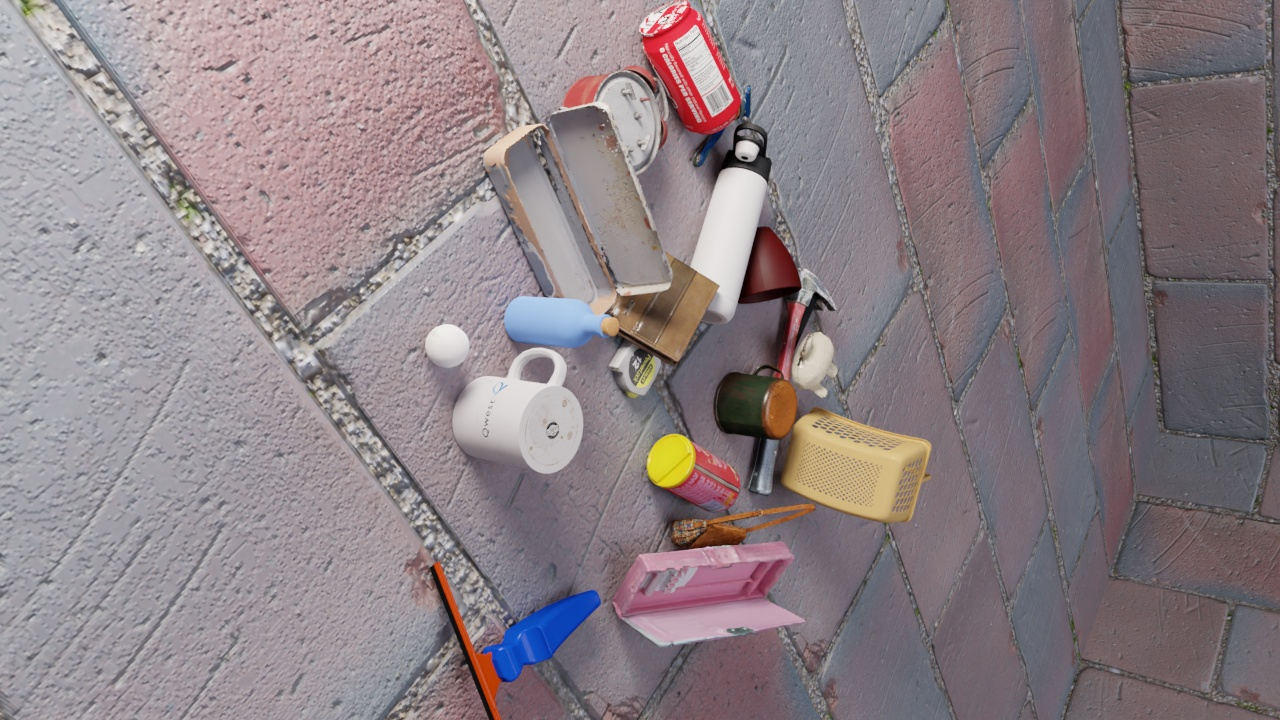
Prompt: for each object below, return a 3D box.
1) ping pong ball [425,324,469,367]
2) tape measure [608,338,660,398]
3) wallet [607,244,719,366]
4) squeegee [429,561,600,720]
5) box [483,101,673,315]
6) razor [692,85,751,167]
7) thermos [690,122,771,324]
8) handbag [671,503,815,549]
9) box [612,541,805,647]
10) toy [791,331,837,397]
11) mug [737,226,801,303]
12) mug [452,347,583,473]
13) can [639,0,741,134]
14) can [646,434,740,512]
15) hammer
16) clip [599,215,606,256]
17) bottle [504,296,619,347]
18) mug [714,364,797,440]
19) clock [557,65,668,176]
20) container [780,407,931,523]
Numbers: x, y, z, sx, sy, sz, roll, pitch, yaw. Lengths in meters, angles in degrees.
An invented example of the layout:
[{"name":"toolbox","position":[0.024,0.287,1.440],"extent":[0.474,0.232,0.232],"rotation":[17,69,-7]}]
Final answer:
[{"name":"ping pong ball","position":[-0.179,-0.013,0.852],"extent":[0.040,0.040,0.040],"rotation":[-8,101,-48]},{"name":"tape measure","position":[-0.006,0.006,1.073],"extent":[0.065,0.017,0.064],"rotation":[53,57,-39]},{"name":"wallet","position":[0.026,-0.065,1.059],"extent":[0.098,0.027,0.120],"rotation":[31,68,-3]},{"name":"squeegee","position":[-0.110,0.292,0.963],"extent":[0.184,0.055,0.249],"rotation":[-24,95,-45]},{"name":"box","position":[-0.056,-0.141,0.937],"extent":[0.114,0.096,0.217],"rotation":[-45,126,-32]},{"name":"razor","position":[0.102,-0.292,1.157],"extent":[0.140,0.018,0.044],"rotation":[-53,155,-28]},{"name":"thermos","position":[0.109,-0.167,1.133],"extent":[0.101,0.068,0.229],"rotation":[67,39,-74]},{"name":"handbag","position":[0.131,0.206,1.124],"extent":[0.093,0.196,0.043],"rotation":[20,58,-46]},{"name":"box","position":[0.095,0.292,1.105],"extent":[0.232,0.107,0.100],"rotation":[4,126,-35]},{"name":"toy","position":[0.240,0.000,1.281],"extent":[0.112,0.050,0.087],"rotation":[45,65,-35]},{"name":"mug","position":[0.148,-0.126,1.199],"extent":[0.114,0.087,0.088],"rotation":[-8,83,-21]},{"name":"mug","position":[-0.113,0.044,0.893],"extent":[0.083,0.096,0.119],"rotation":[33,70,-46]},{"name":"can","position":[0.059,-0.335,1.059],"extent":[0.074,0.075,0.142],"rotation":[-59,134,-26]},{"name":"can","position":[0.068,0.142,1.139],"extent":[0.124,0.067,0.066],"rotation":[34,69,-46]},{"name":"hammer","position":[0.207,0.032,1.312],"extent":[0.140,0.036,0.326],"rotation":[19,81,-47]},{"name":"clip","position":[-0.048,-0.142,1.003],"extent":[0.043,0.023,0.060],"rotation":[-11,101,-43]},{"name":"bottle","position":[-0.074,-0.037,0.901],"extent":[0.048,0.131,0.048],"rotation":[-8,101,-48]},{"name":"mug","position":[0.161,0.050,1.224],"extent":[0.110,0.081,0.085],"rotation":[-59,133,-26]},{"name":"clock","position":[-0.014,-0.261,0.995],"extent":[0.156,0.062,0.110],"rotation":[-40,123,-39]},{"name":"container","position":[0.312,0.153,1.323],"extent":[0.166,0.184,0.129],"rotation":[-2,106,-59]}]
